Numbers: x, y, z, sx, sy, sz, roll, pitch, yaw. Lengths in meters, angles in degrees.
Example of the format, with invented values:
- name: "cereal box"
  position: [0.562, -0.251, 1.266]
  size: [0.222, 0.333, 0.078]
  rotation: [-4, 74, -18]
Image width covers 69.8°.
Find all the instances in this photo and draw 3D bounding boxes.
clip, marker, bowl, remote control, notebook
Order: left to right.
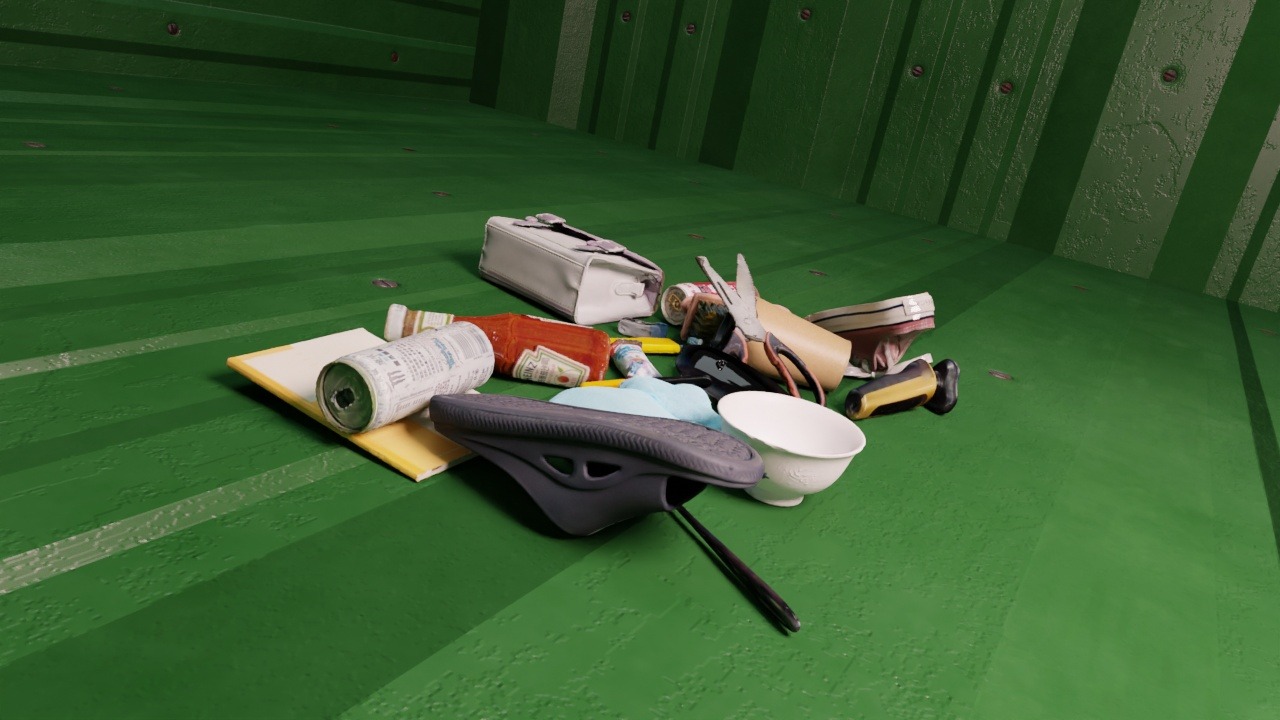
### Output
- name: "notebook"
  position: [-0.206, 0.028, 0.743]
  size: [0.206, 0.010, 0.145]
  rotation: [26, 23, 23]
- name: "clip"
  position: [0.001, -0.036, 1.058]
  size: [0.058, 0.027, 0.044]
  rotation: [17, 27, 16]
- name: "marker"
  position: [0.004, 0.025, 0.846]
  size: [0.124, 0.018, 0.015]
  rotation: [-5, 47, 4]
- name: "remote control"
  position: [0.097, 0.025, 0.865]
  size: [0.136, 0.024, 0.053]
  rotation: [32, 51, 4]
- name: "bowl"
  position: [0.113, 0.076, 0.732]
  size: [0.118, 0.065, 0.118]
  rotation: [10, 19, -4]

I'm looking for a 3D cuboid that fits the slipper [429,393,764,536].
- name: "slipper"
  position: [-0.038, 0.074, 0.644]
  size: [0.269, 0.083, 0.110]
  rotation: [8, 3, 32]

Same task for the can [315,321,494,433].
- name: "can"
  position: [-0.177, 0.011, 0.711]
  size: [0.058, 0.058, 0.146]
  rotation: [19, 21, 22]

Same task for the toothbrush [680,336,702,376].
- name: "toothbrush"
  position: [0.055, 0.011, 0.947]
  size: [0.026, 0.027, 0.220]
  rotation: [25, 19, -3]

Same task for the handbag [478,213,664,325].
- name: "handbag"
  position: [-0.086, -0.119, 1.150]
  size: [0.197, 0.098, 0.144]
  rotation: [28, 19, 39]

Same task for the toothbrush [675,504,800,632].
- name: "toothbrush"
  position: [0.051, 0.129, 0.622]
  size: [0.018, 0.016, 0.181]
  rotation: [-6, 24, -28]

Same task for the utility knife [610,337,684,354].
- name: "utility knife"
  position: [-0.028, -0.015, 0.995]
  size: [0.177, 0.015, 0.033]
  rotation: [0, 16, -26]

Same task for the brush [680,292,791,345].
- name: "brush"
  position: [0.122, -0.046, 1.099]
  size: [0.145, 0.063, 0.073]
  rotation: [5, 30, -20]

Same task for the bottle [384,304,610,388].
- name: "bottle"
  position: [-0.132, -0.017, 0.856]
  size: [0.206, 0.060, 0.059]
  rotation: [10, 19, -11]

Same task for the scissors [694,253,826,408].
- name: "scissors"
  position: [0.113, -0.018, 0.927]
  size: [0.189, 0.015, 0.223]
  rotation: [30, 52, 2]

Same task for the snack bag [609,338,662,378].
- name: "snack bag"
  position: [-0.006, 0.005, 0.931]
  size: [0.045, 0.026, 0.105]
  rotation: [7, 21, -22]

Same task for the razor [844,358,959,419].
- name: "razor"
  position: [0.281, 0.037, 0.984]
  size: [0.167, 0.062, 0.067]
  rotation: [-11, 60, -38]

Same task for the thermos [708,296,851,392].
- name: "thermos"
  position: [0.152, -0.016, 1.005]
  size: [0.143, 0.093, 0.093]
  rotation: [20, 19, -2]

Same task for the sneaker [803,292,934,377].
- name: "sneaker"
  position: [0.263, -0.022, 1.073]
  size: [0.118, 0.088, 0.241]
  rotation: [-10, -1, -17]

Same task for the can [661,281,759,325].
- name: "can"
  position: [0.091, -0.073, 1.174]
  size: [0.132, 0.053, 0.053]
  rotation: [-6, 25, -42]

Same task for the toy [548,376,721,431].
- name: "toy"
  position: [-0.002, 0.050, 0.765]
  size: [0.161, 0.050, 0.156]
  rotation: [15, 22, -3]
